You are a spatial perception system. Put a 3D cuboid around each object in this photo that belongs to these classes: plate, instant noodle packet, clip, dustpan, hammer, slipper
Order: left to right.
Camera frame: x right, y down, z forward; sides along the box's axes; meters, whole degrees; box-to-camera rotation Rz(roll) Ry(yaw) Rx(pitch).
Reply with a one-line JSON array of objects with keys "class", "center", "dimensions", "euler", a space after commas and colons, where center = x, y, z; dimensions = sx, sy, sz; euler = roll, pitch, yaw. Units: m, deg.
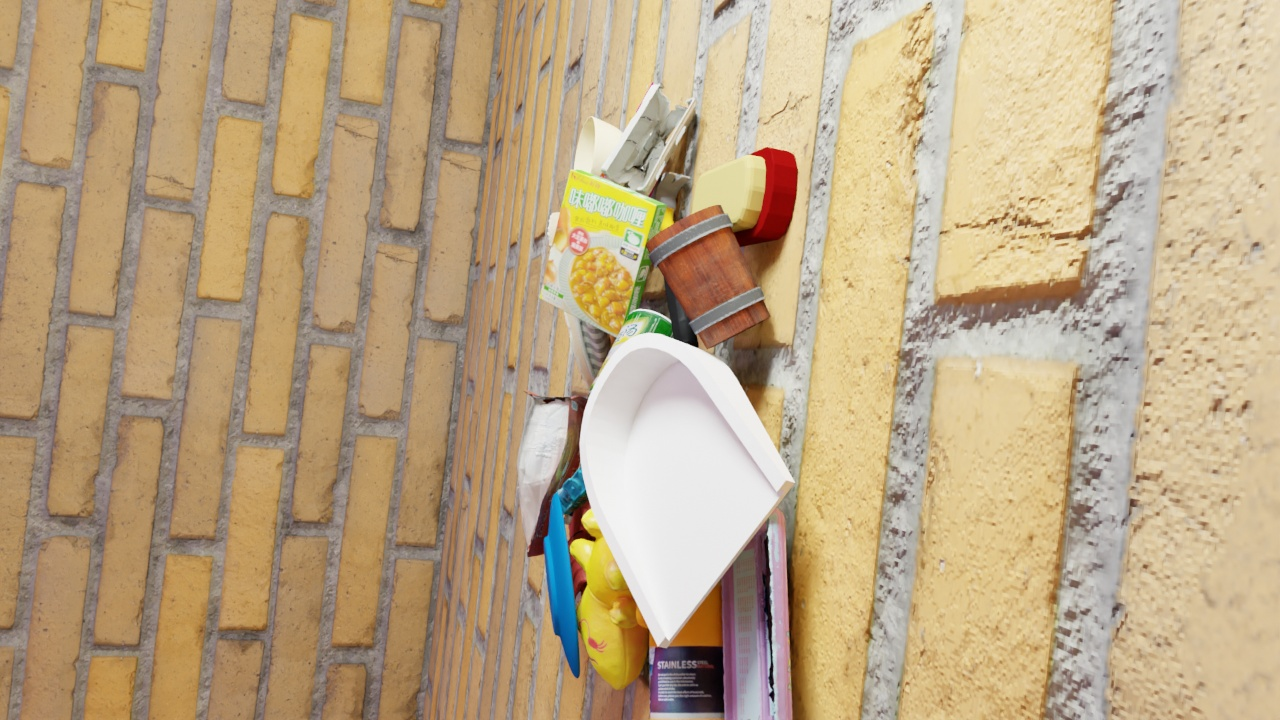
[{"class": "instant noodle packet", "center": [-0.119, 0.160, 1.277], "dimensions": [0.164, 0.084, 0.220], "euler": [51, -135, -80]}, {"class": "plate", "center": [-0.102, 0.278, 1.135], "dimensions": [0.224, 0.024, 0.224], "euler": [173, 91, -81]}, {"class": "slipper", "center": [-0.087, 0.283, 1.274], "dimensions": [0.248, 0.059, 0.104], "euler": [-111, 33, -58]}, {"class": "slipper", "center": [-0.075, -0.073, 1.255], "dimensions": [0.114, 0.054, 0.273], "euler": [-92, -11, -65]}, {"class": "clip", "center": [0.003, -0.266, 1.114], "dimensions": [0.126, 0.105, 0.152], "euler": [-58, 18, -1]}, {"class": "dustpan", "center": [0.016, 0.087, 0.819], "dimensions": [0.192, 0.053, 0.257], "euler": [-58, 30, 23]}, {"class": "hammer", "center": [0.035, -0.106, 1.028], "dimensions": [0.323, 0.029, 0.127], "euler": [-97, 22, -52]}]

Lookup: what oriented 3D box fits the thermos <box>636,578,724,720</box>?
[{"class": "thermos", "center": [0.043, 0.270, 0.829], "dimensions": [0.091, 0.076, 0.232], "euler": [42, -135, -62]}]

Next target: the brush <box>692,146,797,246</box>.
[{"class": "brush", "center": [0.094, -0.156, 0.896], "dimensions": [0.173, 0.041, 0.082], "euler": [-172, 89, -72]}]

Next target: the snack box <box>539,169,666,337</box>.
[{"class": "snack box", "center": [-0.048, -0.126, 1.093], "dimensions": [0.132, 0.027, 0.168], "euler": [28, 114, 29]}]

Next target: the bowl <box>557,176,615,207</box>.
[{"class": "bowl", "center": [-0.048, -0.169, 1.208], "dimensions": [0.162, 0.070, 0.162], "euler": [-18, -91, -84]}]

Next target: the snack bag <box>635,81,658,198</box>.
[{"class": "snack bag", "center": [0.009, -0.279, 1.248], "dimensions": [0.070, 0.016, 0.196], "euler": [133, 140, -59]}]

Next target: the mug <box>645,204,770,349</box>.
[{"class": "mug", "center": [0.066, -0.074, 0.857], "dimensions": [0.111, 0.081, 0.117], "euler": [63, -175, 2]}]

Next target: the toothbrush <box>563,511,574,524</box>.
[{"class": "toothbrush", "center": [-0.075, 0.142, 1.298], "dimensions": [0.017, 0.012, 0.186], "euler": [121, 168, -84]}]

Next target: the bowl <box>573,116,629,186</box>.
[{"class": "bowl", "center": [-0.046, -0.286, 1.325], "dimensions": [0.118, 0.074, 0.118], "euler": [-174, 91, -72]}]

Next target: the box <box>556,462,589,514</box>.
[{"class": "box", "center": [-0.034, 0.096, 1.160], "dimensions": [0.228, 0.086, 0.168], "euler": [126, 163, -57]}]

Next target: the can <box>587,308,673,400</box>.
[{"class": "can", "center": [-0.006, 0.006, 1.039], "dimensions": [0.120, 0.067, 0.067], "euler": [-63, 7, -29]}]

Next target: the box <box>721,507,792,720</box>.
[{"class": "box", "center": [0.099, 0.235, 0.744], "dimensions": [0.151, 0.040, 0.214], "euler": [108, 163, -70]}]

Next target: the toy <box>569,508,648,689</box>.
[{"class": "toy", "center": [-0.026, 0.262, 1.041], "dimensions": [0.134, 0.087, 0.194], "euler": [48, 139, 50]}]
